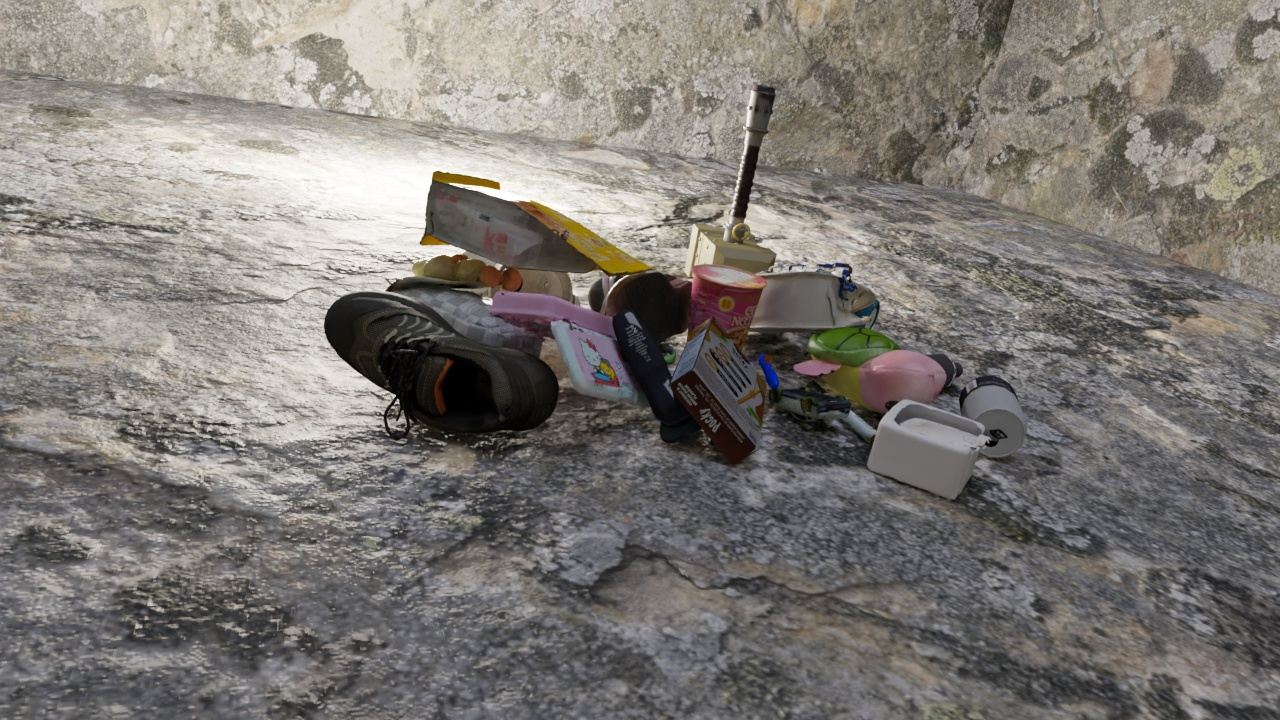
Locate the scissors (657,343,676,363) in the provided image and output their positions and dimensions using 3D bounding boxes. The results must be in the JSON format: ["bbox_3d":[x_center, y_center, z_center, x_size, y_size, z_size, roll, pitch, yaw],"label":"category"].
[{"bbox_3d":[-0.004,0.005,1.083,0.078,0.033,0.175,16,25,10],"label":"scissors"}]

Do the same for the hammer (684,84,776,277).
[{"bbox_3d":[0.164,-0.271,1.463,0.100,0.325,0.190,6,20,-12],"label":"hammer"}]

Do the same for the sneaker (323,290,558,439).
[{"bbox_3d":[-0.204,0.015,0.830,0.238,0.101,0.142,20,15,11],"label":"sneaker"}]

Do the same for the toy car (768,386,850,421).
[{"bbox_3d":[0.187,0.050,1.023,0.048,0.033,0.105,-3,10,-27],"label":"toy car"}]

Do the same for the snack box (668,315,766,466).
[{"bbox_3d":[0.085,0.026,0.952,0.101,0.032,0.185,52,19,-8],"label":"snack box"}]

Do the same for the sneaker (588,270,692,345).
[{"bbox_3d":[-0.020,-0.074,1.145,0.120,0.095,0.234,10,12,18],"label":"sneaker"}]

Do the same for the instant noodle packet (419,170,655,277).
[{"bbox_3d":[-0.105,-0.130,1.002,0.222,0.084,0.162,21,11,14],"label":"instant noodle packet"}]

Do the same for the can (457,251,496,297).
[{"bbox_3d":[-0.183,-0.121,1.245,0.079,0.079,0.142,18,21,21],"label":"can"}]

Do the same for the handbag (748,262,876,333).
[{"bbox_3d":[0.217,-0.081,1.246,0.199,0.093,0.201,2,-1,-43],"label":"handbag"}]

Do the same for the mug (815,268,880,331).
[{"bbox_3d":[0.293,-0.084,1.349,0.104,0.084,0.112,28,-16,22],"label":"mug"}]

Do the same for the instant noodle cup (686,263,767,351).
[{"bbox_3d":[0.102,-0.056,1.161,0.097,0.109,0.097,9,20,-3],"label":"instant noodle cup"}]

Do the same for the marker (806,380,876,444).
[{"bbox_3d":[0.229,0.058,1.043,0.017,0.017,0.146,2,21,-21],"label":"marker"}]

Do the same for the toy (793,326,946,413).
[{"bbox_3d":[0.273,0.009,1.099,0.190,0.088,0.238,17,9,-14],"label":"toy"}]

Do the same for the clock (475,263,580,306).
[{"bbox_3d":[-0.125,-0.077,1.151,0.156,0.103,0.061,29,3,-25],"label":"clock"}]

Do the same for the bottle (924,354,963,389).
[{"bbox_3d":[0.375,0.015,1.190,0.112,0.047,0.047,-3,24,-34],"label":"bottle"}]

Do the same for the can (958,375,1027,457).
[{"bbox_3d":[0.398,0.064,1.038,0.064,0.064,0.127,14,20,11],"label":"can"}]

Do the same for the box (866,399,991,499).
[{"bbox_3d":[0.297,0.080,0.933,0.102,0.076,0.107,19,24,26],"label":"box"}]

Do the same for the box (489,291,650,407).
[{"bbox_3d":[-0.050,-0.020,0.927,0.150,0.073,0.201,35,8,24],"label":"box"}]

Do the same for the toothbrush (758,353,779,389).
[{"bbox_3d":[0.155,0.013,1.097,0.018,0.016,0.182,16,10,0],"label":"toothbrush"}]

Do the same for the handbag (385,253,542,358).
[{"bbox_3d":[-0.182,-0.050,0.988,0.172,0.123,0.112,24,9,32],"label":"handbag"}]

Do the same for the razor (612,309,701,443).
[{"bbox_3d":[0.013,0.013,0.916,0.047,0.143,0.052,-27,-7,-9],"label":"razor"}]
